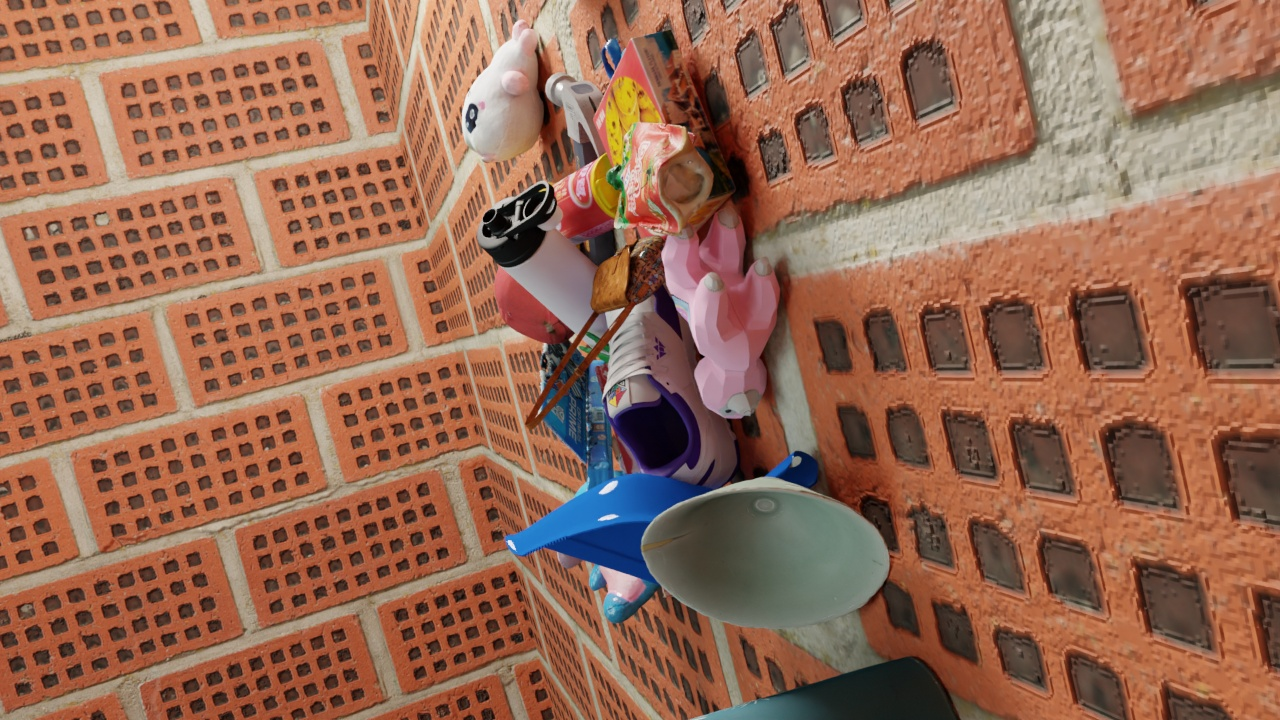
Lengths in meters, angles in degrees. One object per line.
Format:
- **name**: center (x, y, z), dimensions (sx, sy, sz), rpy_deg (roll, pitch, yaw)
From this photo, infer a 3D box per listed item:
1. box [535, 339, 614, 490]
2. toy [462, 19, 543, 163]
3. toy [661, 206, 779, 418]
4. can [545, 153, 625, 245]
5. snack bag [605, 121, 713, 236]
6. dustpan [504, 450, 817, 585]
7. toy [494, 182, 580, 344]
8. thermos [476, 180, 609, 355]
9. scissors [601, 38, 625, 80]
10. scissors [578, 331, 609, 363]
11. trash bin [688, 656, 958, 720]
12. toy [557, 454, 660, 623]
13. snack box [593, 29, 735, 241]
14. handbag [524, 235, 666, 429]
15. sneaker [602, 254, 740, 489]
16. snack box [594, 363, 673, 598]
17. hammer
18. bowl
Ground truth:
- **box**: center (-0.064, 0.063, 1.109), dimensions (0.243, 0.060, 0.175), rpy_deg (-97, -12, -60)
- **toy**: center (-0.166, -0.334, 1.155), dimensions (0.138, 0.101, 0.180), rpy_deg (-106, 31, -50)
- **toy**: center (0.064, -0.032, 0.730), dimensions (0.158, 0.067, 0.123), rpy_deg (88, 160, -49)
- **can**: center (-0.047, -0.158, 0.909), dimensions (0.125, 0.066, 0.066), rpy_deg (-12, 93, 57)
- **snack bag**: center (0.005, -0.143, 0.720), dimensions (0.155, 0.044, 0.087), rpy_deg (-149, 64, -65)
- **dustpan**: center (0.052, 0.141, 0.785), dimensions (0.258, 0.245, 0.059), rpy_deg (-47, 31, 34)
- **toy**: center (-0.116, -0.107, 1.087), dimensions (0.215, 0.099, 0.148), rpy_deg (-92, -14, -47)
- **thermos**: center (-0.063, -0.085, 0.923), dimensions (0.230, 0.101, 0.068), rpy_deg (42, -138, -45)
- **scissors**: center (-0.014, -0.243, 0.883), dimensions (0.083, 0.016, 0.135), rpy_deg (51, 157, 43)
- **scissors**: center (-0.011, 0.009, 0.969), dimensions (0.132, 0.012, 0.108), rpy_deg (21, 156, 17)
- **trash bin**: center (0.109, 0.321, 0.636), dimensions (0.197, 0.218, 0.199), rpy_deg (114, 137, -64)
- **toy**: center (-0.025, 0.223, 1.190), dimensions (0.225, 0.098, 0.191), rpy_deg (-58, 46, 31)
- **snack box**: center (0.016, -0.177, 0.779), dimensions (0.145, 0.040, 0.143), rpy_deg (68, 161, 6)
- **handbag**: center (-0.045, -0.026, 0.774), dimensions (0.043, 0.195, 0.094), rpy_deg (40, 164, -17)
- **sneaker**: center (0.002, 0.011, 0.840), dimensions (0.092, 0.111, 0.244), rpy_deg (-30, 76, 31)
- **snack box**: center (0.009, 0.134, 1.064), dimensions (0.076, 0.044, 0.273), rpy_deg (55, -162, -82)
- **hammer**: center (-0.051, -0.155, 1.039), dimensions (0.139, 0.035, 0.313), rpy_deg (-132, 31, -52)
- **bowl**: center (0.092, 0.124, 0.677), dimensions (0.067, 0.174, 0.174), rpy_deg (-78, -8, -46)
